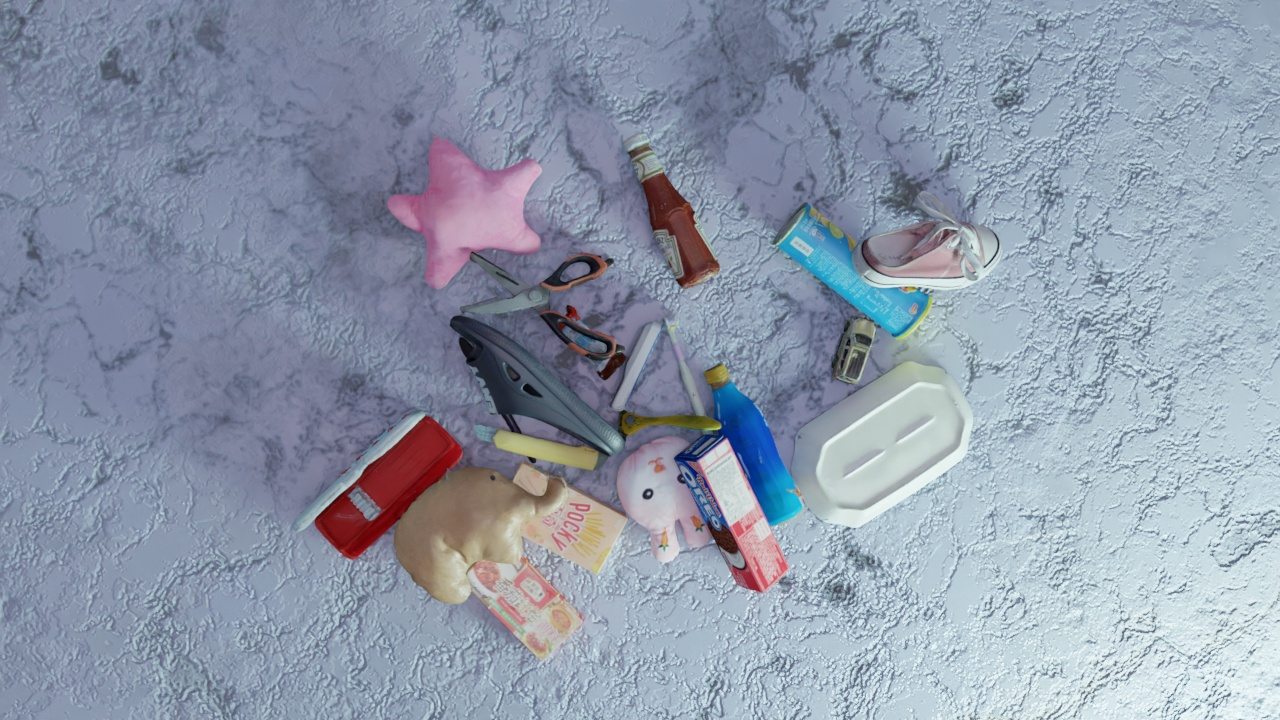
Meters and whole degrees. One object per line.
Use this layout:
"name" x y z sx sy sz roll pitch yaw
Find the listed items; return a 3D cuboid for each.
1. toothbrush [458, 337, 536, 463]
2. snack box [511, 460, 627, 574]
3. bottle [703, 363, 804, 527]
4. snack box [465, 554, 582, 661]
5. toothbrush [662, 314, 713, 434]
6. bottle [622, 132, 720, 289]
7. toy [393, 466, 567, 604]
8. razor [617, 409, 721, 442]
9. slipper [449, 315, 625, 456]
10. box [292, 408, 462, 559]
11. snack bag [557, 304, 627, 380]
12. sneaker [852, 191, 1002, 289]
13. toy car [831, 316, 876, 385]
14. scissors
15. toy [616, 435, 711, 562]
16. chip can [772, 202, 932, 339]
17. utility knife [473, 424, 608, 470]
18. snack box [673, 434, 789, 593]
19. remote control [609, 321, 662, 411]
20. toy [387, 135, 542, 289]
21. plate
"toothbrush" -0.184 0.052 1.185 0.014 0.016 0.189 -29 97 2
"snack box" -0.104 0.203 1.187 0.157 0.026 0.084 28 89 -5
"bottle" 0.142 0.107 1.192 0.065 0.065 0.218 -26 94 -5
"snack box" -0.152 0.307 1.184 0.075 0.025 0.153 -43 95 -3
"toothbrush" 0.068 0.031 1.207 0.020 0.029 0.189 -16 95 36
"bottle" 0.035 -0.193 1.180 0.059 0.060 0.206 -26 93 -5
"toy" -0.201 0.196 1.132 0.226 0.082 0.143 -37 95 6
"razor" 0.037 0.081 1.175 0.133 0.028 0.043 0 58 12
"slipper" -0.139 0.048 1.135 0.268 0.111 0.083 40 77 -10
"box" -0.319 0.155 1.128 0.201 0.100 0.094 -44 95 -3
"snack bag" -0.068 -0.023 1.175 0.105 0.026 0.045 44 102 7
"sneaker" 0.384 -0.146 1.168 0.240 0.088 0.118 -7 69 -28
"toy car" 0.287 -0.014 1.222 0.042 0.035 0.090 19 87 -7
"scissors" -0.113 -0.072 1.143 0.224 0.015 0.189 -23 80 -28
"toy" 0.037 0.180 1.190 0.121 0.054 0.159 -24 100 -14
"chip can" 0.277 -0.117 1.200 0.210 0.071 0.071 37 87 -5
"utility knife" -0.128 0.112 1.183 0.178 0.019 0.031 15 87 -16
"snack box" 0.117 0.194 1.171 0.058 0.057 0.207 -34 107 -27
"remote control" -0.007 0.007 1.183 0.024 0.049 0.125 25 88 -4
"toy" -0.210 -0.198 1.143 0.194 0.074 0.178 -23 105 -9
"plate" 0.329 0.113 1.228 0.265 0.034 0.162 -31 94 -5
